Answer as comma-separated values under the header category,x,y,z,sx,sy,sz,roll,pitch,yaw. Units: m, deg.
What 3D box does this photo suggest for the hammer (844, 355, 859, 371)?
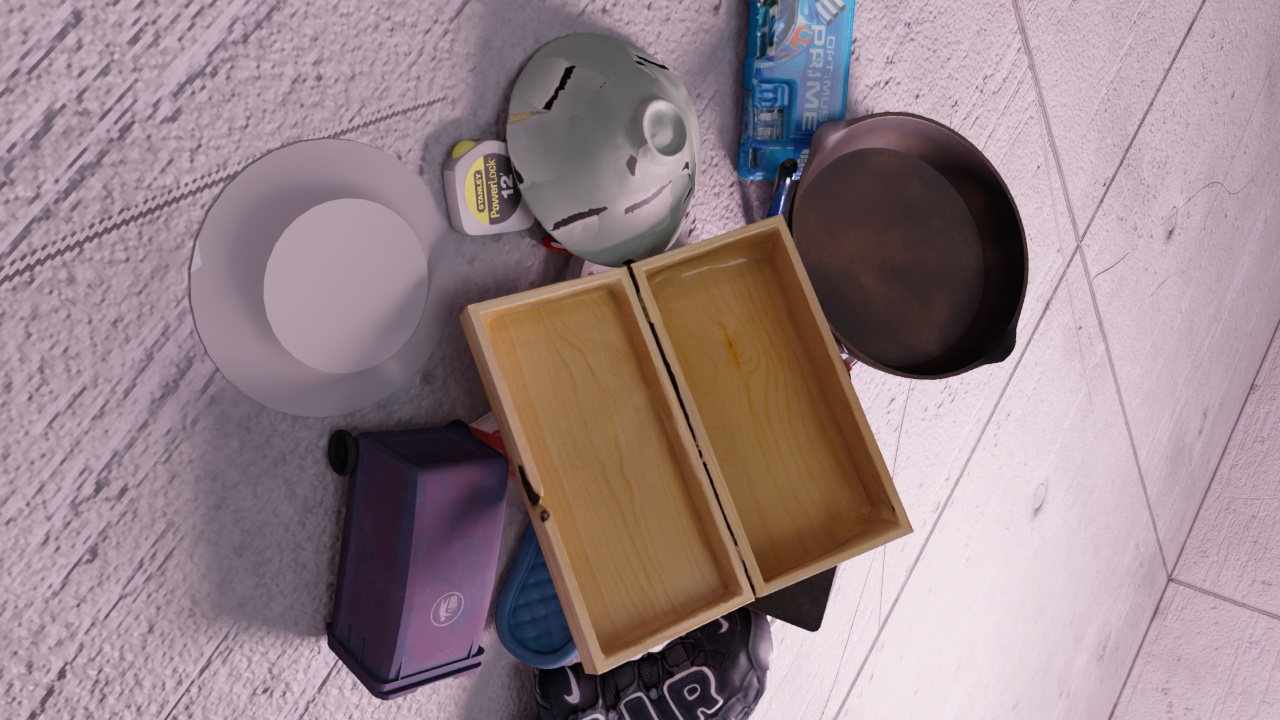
category,x,y,z,sx,sy,sz,roll,pitch,yaw
hammer,0.159,0.032,0.857,0.315,0.036,0.126,-40,162,-7

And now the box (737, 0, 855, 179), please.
category,x,y,z,sx,sy,sz,roll,pitch,yaw
box,0.160,-0.283,0.794,0.166,0.075,0.244,-15,114,-42

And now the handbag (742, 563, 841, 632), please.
category,x,y,z,sx,sy,sz,roll,pitch,yaw
handbag,0.085,0.092,0.772,0.102,0.197,0.199,28,82,-80

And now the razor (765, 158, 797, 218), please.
category,x,y,z,sx,sy,sz,roll,pitch,yaw
razor,0.120,-0.123,0.819,0.043,0.018,0.141,-36,149,-31

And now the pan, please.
category,x,y,z,sx,sy,sz,roll,pitch,yaw
pan,0.177,-0.052,0.755,0.355,0.043,0.248,-44,96,-20

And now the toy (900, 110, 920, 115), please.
category,x,y,z,sx,sy,sz,roll,pitch,yaw
toy,0.217,-0.131,0.886,0.137,0.085,0.209,52,56,-69

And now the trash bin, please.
category,x,y,z,sx,sy,sz,roll,pitch,yaw
trash bin,-0.150,0.129,0.608,0.093,0.092,0.161,-3,109,-45

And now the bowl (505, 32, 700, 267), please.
category,x,y,z,sx,sy,sz,roll,pitch,yaw
bowl,-0.003,-0.155,0.641,0.174,0.068,0.174,2,86,-37

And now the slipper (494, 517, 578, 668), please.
category,x,y,z,sx,sy,sz,roll,pitch,yaw
slipper,-0.046,0.137,0.706,0.213,0.104,0.059,-59,169,1

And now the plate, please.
category,x,y,z,sx,sy,sz,roll,pitch,yaw
plate,-0.182,-0.046,0.564,0.172,0.019,0.173,-17,115,-41

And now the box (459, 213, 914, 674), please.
category,x,y,z,sx,sy,sz,roll,pitch,yaw
box,0.034,0.047,0.635,0.256,0.076,0.247,-17,81,-25

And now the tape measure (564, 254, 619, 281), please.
category,x,y,z,sx,sy,sz,roll,pitch,yaw
tape measure,-0.033,-0.054,0.711,0.060,0.020,0.062,5,99,-46

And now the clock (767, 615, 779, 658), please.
category,x,y,z,sx,sy,sz,roll,pitch,yaw
clock,0.078,0.228,0.851,0.061,0.120,0.159,0,94,-46

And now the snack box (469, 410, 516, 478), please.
category,x,y,z,sx,sy,sz,roll,pitch,yaw
snack box,-0.004,0.004,0.721,0.272,0.077,0.044,-33,120,-33

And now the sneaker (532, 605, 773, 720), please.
category,x,y,z,sx,sy,sz,roll,pitch,yaw
sneaker,-0.013,0.273,0.758,0.151,0.097,0.253,36,101,-19

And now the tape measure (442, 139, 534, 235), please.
category,x,y,z,sx,sy,sz,roll,pitch,yaw
tape measure,-0.101,-0.119,0.623,0.064,0.017,0.064,-20,117,-40

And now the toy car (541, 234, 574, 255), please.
category,x,y,z,sx,sy,sz,roll,pitch,yaw
toy car,-0.029,-0.095,0.689,0.089,0.038,0.025,-28,122,-37
